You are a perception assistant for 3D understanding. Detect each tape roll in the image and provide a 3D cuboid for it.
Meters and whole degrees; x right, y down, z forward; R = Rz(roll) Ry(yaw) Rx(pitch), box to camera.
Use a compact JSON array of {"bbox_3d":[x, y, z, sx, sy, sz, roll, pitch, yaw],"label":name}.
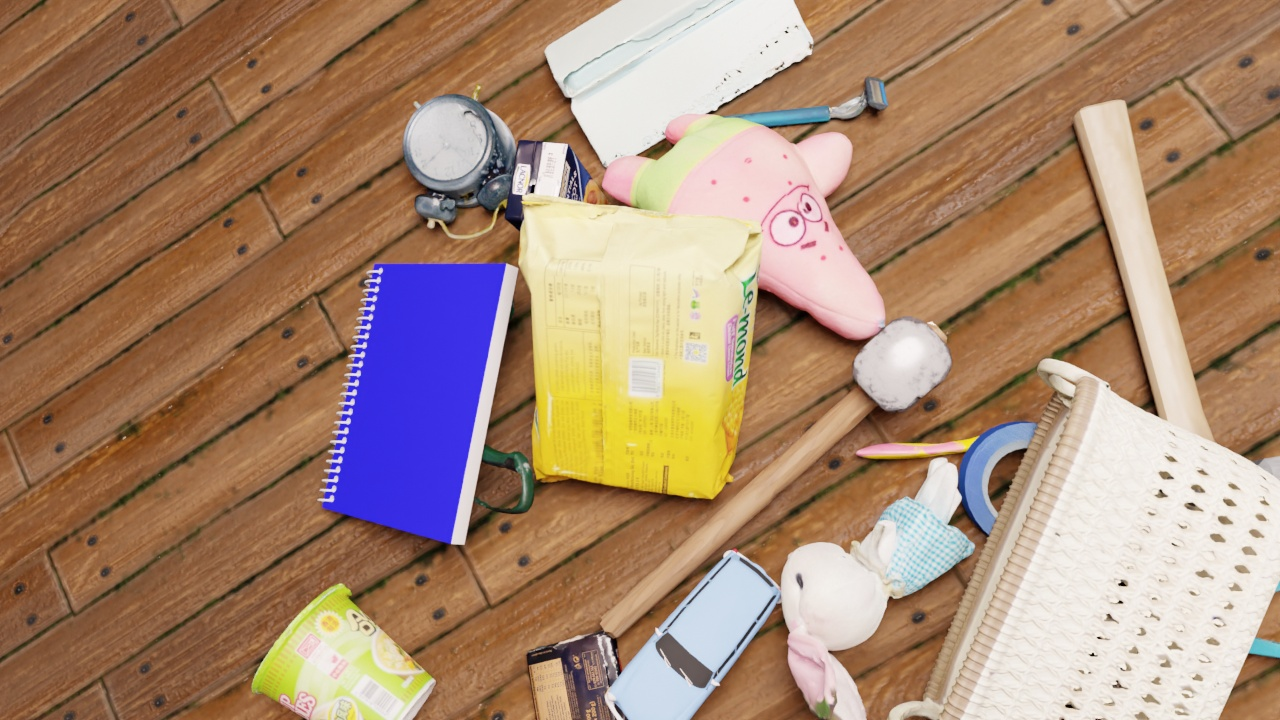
[{"bbox_3d":[0.276,0.089,0.652,0.093,0.016,0.091,-1,90,4],"label":"tape roll"}]

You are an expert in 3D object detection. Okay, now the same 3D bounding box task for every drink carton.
[{"bbox_3d":[-0.061,-0.117,0.705,0.040,0.130,0.064,7,82,13],"label":"drink carton"}]

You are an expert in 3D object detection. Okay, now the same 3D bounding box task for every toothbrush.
[{"bbox_3d":[0.227,0.063,0.674,0.135,0.021,0.016,-8,77,7],"label":"toothbrush"}]

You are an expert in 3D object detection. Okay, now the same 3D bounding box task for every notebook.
[{"bbox_3d":[-0.181,0.026,0.730,0.172,0.022,0.209,5,81,38],"label":"notebook"}]

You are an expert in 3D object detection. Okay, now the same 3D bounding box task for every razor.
[{"bbox_3d":[0.124,-0.198,0.738,0.144,0.022,0.042,-6,43,15],"label":"razor"}]

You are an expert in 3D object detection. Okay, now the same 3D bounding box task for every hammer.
[{"bbox_3d":[0.363,-0.032,0.649,0.117,0.051,0.322,-11,77,13],"label":"hammer"},{"bbox_3d":[0.094,0.091,0.672,0.329,0.098,0.052,-44,78,9],"label":"hammer"}]

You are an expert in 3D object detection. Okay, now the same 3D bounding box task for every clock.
[{"bbox_3d":[-0.151,-0.163,0.773,0.090,0.052,0.129,-13,83,9],"label":"clock"}]

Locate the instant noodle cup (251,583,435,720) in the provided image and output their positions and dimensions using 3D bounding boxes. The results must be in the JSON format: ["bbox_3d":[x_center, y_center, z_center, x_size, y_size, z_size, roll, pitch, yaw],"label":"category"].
[{"bbox_3d":[-0.222,0.245,0.706,0.108,0.099,0.099,35,89,7],"label":"instant noodle cup"}]

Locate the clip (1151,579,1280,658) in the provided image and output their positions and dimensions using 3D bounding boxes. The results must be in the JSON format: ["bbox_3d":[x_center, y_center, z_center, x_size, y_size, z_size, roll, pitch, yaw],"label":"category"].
[{"bbox_3d":[0.386,0.190,0.608,0.127,0.028,0.113,2,78,-1],"label":"clip"}]

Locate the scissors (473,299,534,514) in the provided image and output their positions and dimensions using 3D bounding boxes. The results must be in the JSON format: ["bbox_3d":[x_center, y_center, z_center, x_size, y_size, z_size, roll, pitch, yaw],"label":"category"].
[{"bbox_3d":[-0.131,0.046,0.708,0.202,0.015,0.204,-54,54,17],"label":"scissors"}]

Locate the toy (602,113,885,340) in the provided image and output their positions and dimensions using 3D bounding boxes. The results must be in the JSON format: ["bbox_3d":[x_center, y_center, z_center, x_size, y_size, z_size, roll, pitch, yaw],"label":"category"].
[{"bbox_3d":[0.090,-0.101,0.686,0.237,0.097,0.191,43,70,12],"label":"toy"}]

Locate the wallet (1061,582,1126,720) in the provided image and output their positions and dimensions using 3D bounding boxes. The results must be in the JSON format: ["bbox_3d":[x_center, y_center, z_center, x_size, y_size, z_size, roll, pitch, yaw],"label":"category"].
[{"bbox_3d":[0.293,0.205,0.635,0.099,0.031,0.120,10,82,10],"label":"wallet"}]

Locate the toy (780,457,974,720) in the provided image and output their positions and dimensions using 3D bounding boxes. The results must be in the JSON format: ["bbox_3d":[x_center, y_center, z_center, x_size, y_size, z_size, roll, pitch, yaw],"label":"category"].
[{"bbox_3d":[0.155,0.147,0.643,0.106,0.131,0.205,28,76,33],"label":"toy"}]

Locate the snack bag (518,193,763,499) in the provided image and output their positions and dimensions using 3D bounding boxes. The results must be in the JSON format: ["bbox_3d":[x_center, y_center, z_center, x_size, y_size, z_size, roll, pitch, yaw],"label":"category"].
[{"bbox_3d":[-0.004,0.004,0.641,0.160,0.248,0.068,5,38,6],"label":"snack bag"}]

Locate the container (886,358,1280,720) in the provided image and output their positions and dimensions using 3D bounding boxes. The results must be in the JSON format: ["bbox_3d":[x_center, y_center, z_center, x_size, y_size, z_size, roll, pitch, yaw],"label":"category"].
[{"bbox_3d":[0.260,0.138,0.542,0.143,0.184,0.246,23,93,18],"label":"container"}]

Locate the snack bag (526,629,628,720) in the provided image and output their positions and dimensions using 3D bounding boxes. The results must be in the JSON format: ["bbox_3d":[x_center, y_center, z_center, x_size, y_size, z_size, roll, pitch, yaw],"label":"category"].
[{"bbox_3d":[-0.040,0.285,0.685,0.075,0.018,0.155,-17,70,13],"label":"snack bag"}]

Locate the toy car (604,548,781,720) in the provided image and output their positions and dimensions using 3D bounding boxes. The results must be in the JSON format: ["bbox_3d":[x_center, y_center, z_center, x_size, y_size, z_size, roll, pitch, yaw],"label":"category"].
[{"bbox_3d":[0.041,0.202,0.656,0.056,0.055,0.153,39,65,15],"label":"toy car"}]

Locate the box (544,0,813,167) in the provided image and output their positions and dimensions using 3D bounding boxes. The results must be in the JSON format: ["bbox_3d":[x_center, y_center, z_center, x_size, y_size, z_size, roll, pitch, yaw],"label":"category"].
[{"bbox_3d":[0.028,-0.259,0.757,0.197,0.075,0.125,-28,97,9],"label":"box"}]
